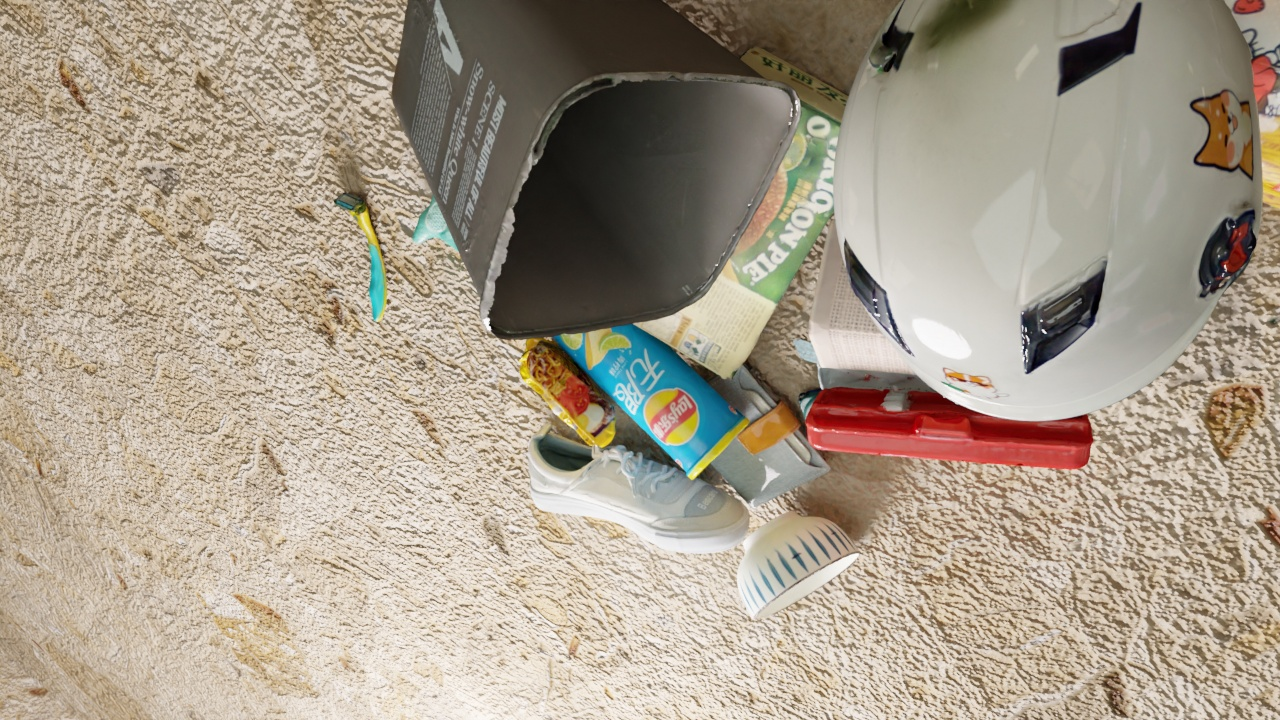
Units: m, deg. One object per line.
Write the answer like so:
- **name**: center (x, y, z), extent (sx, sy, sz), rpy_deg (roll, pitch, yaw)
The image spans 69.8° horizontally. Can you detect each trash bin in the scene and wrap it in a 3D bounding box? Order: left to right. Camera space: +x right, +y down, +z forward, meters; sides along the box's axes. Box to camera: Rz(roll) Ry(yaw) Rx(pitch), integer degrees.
- **trash bin**: center (-0.051, -0.161, 0.618), extent (0.219, 0.198, 0.200), rpy_deg (54, 137, 29)

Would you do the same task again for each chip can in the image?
- **chip can**: center (-0.005, 0.005, 0.797), extent (0.210, 0.071, 0.071), rpy_deg (45, 130, 8)

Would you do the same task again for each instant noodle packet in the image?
- **instant noodle packet**: center (-0.066, 0.024, 0.841), extent (0.044, 0.128, 0.111), rpy_deg (-41, 98, 0)

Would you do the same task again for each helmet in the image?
- **helmet**: center (0.199, -0.109, 0.499), extent (0.230, 0.156, 0.274), rpy_deg (14, 91, 41)

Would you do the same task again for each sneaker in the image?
- **sneaker**: center (-0.007, 0.114, 0.889), extent (0.243, 0.089, 0.091), rpy_deg (9, 120, 29)

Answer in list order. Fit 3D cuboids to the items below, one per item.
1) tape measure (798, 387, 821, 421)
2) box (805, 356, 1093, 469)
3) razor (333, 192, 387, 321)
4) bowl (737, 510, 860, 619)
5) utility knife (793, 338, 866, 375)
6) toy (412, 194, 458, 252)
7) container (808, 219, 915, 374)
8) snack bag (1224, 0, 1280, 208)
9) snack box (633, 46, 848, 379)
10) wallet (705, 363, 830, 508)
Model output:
- **tape measure**: center (0.169, 0.047, 0.789), extent (0.058, 0.025, 0.054), rpy_deg (-11, 115, 33)
- **box**: center (0.227, 0.015, 0.685), extent (0.201, 0.094, 0.100), rpy_deg (2, 110, 20)
- **razor**: center (-0.270, -0.100, 0.911), extent (0.043, 0.028, 0.133), rpy_deg (23, 129, 42)
- **bowl**: center (0.137, 0.182, 0.850), extent (0.066, 0.116, 0.117), rpy_deg (58, 134, 24)
- **utility knife**: center (0.212, 0.014, 0.749), extent (0.183, 0.019, 0.031), rpy_deg (13, 121, 11)
- **toy**: center (-0.157, -0.122, 0.837), extent (0.092, 0.030, 0.097), rpy_deg (39, 117, 6)
- **container**: center (0.187, -0.040, 0.651), extent (0.111, 0.089, 0.090), rpy_deg (9, 164, 21)
- **snack bag**: center (0.336, -0.176, 0.541), extent (0.208, 0.073, 0.129), rpy_deg (34, 131, 12)
- **snack box**: center (0.077, -0.106, 0.710), extent (0.114, 0.063, 0.241), rpy_deg (30, 129, 5)
- **wallet**: center (0.097, 0.070, 0.834), extent (0.129, 0.036, 0.107), rpy_deg (48, 130, -9)
